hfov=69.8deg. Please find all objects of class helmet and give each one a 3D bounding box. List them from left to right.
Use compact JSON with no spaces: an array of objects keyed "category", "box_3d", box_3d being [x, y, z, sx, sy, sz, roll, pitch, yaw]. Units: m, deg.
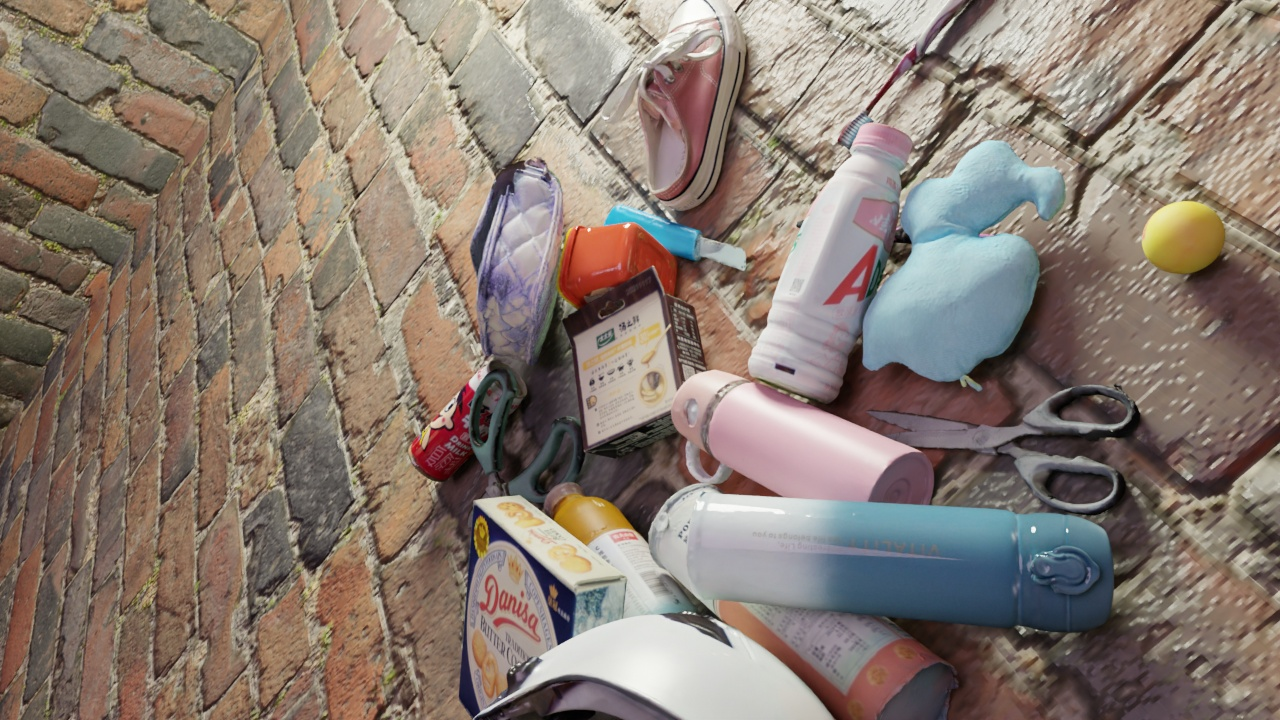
[{"category":"helmet","box_3d":[0.025,0.238,0.521,0.229,0.145,0.259,40,127,8]}]

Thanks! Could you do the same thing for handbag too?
[{"category":"handbag","box_3d":[-0.115,-0.084,0.857,0.194,0.075,0.134,112,171,-69]}]

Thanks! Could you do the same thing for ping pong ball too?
[{"category":"ping pong ball","box_3d":[0.303,-0.069,0.513,0.040,0.040,0.040,-24,52,36]}]

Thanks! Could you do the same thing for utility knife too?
[{"category":"utility knife","box_3d":[0.029,-0.112,0.842,0.205,0.018,0.034,27,101,50]}]

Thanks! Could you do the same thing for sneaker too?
[{"category":"sneaker","box_3d":[0.035,-0.262,0.867,0.118,0.087,0.240,-12,61,43]}]

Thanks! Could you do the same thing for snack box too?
[{"category":"snack box","box_3d":[-0.080,0.214,0.688,0.178,0.045,0.182,20,108,56]},{"category":"snack box","box_3d":[-0.019,-0.075,0.820,0.080,0.091,0.081,-8,61,36]},{"category":"snack box","box_3d":[-0.005,0.005,0.773,0.113,0.053,0.125,-27,59,35]}]

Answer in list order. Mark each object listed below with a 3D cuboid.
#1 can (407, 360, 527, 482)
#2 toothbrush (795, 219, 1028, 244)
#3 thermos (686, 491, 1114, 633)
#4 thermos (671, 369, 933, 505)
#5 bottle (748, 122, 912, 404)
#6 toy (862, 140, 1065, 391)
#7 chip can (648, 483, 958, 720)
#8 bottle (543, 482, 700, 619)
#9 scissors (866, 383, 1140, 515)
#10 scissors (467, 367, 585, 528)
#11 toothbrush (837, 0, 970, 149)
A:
[{"category":"can","box_3d":[-0.175,0.062,0.930,0.133,0.053,0.053,-45,43,19]},{"category":"toothbrush","box_3d":[0.189,-0.092,0.666,0.189,0.017,0.014,14,88,48]},{"category":"thermos","box_3d":[0.137,0.109,0.508,0.221,0.070,0.070,0,66,22]},{"category":"thermos","box_3d":[0.099,0.069,0.635,0.199,0.067,0.087,23,104,49]},{"category":"bottle","box_3d":[0.140,-0.070,0.652,0.068,0.068,0.197,21,89,50]},{"category":"toy","box_3d":[0.208,-0.058,0.600,0.162,0.049,0.156,-30,54,27]},{"category":"chip can","box_3d":[0.093,0.157,0.582,0.215,0.071,0.071,32,93,50]},{"category":"bottle","box_3d":[-0.022,0.161,0.702,0.068,0.068,0.189,-54,40,8]},{"category":"scissors","box_3d":[0.212,0.054,0.561,0.171,0.014,0.150,-37,45,27]},{"category":"scissors","box_3d":[-0.108,0.097,0.849,0.176,0.019,0.175,6,91,34]},{"category":"toothbrush","box_3d":[0.221,-0.243,0.719,0.188,0.016,0.017,-50,49,13]}]
